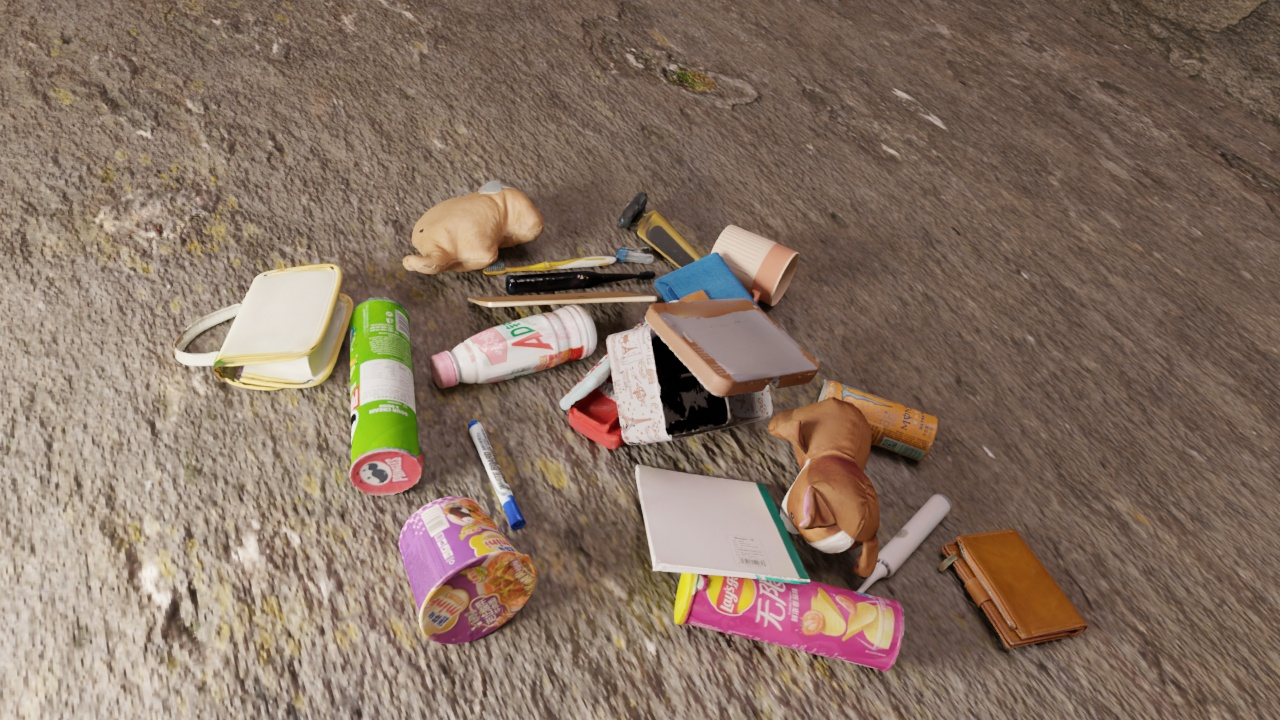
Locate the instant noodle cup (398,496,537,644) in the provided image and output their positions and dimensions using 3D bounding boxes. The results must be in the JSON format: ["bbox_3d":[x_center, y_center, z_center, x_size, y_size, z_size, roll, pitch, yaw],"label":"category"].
[{"bbox_3d":[-0.166,0.186,0.844,0.111,0.112,0.099,-14,40,-29],"label":"instant noodle cup"}]

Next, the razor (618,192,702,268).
[{"bbox_3d":[0.033,-0.177,1.329,0.167,0.062,0.067,45,18,23],"label":"razor"}]

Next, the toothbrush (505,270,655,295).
[{"bbox_3d":[-0.078,-0.109,1.244,0.212,0.027,0.026,-6,90,-24],"label":"toothbrush"}]

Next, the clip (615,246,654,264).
[{"bbox_3d":[-0.009,-0.152,1.310,0.056,0.024,0.028,-3,48,-24],"label":"clip"}]

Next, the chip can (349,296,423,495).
[{"bbox_3d":[-0.279,0.033,0.995,0.072,0.072,0.235,-1,44,-17],"label":"chip can"}]

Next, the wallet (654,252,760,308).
[{"bbox_3d":[0.092,-0.077,1.220,0.106,0.040,0.133,-26,59,-11],"label":"wallet"}]

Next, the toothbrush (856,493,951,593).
[{"bbox_3d":[0.277,0.210,0.998,0.220,0.027,0.026,-31,92,-38],"label":"toothbrush"}]

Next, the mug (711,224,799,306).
[{"bbox_3d":[0.150,-0.124,1.291,0.106,0.082,0.114,28,68,16],"label":"mug"}]

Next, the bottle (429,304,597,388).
[{"bbox_3d":[-0.151,-0.013,1.089,0.196,0.068,0.068,-17,51,-26],"label":"bottle"}]

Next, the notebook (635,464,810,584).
[{"bbox_3d":[0.076,0.164,0.936,0.150,0.012,0.209,8,17,-7],"label":"notebook"}]

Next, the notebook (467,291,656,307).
[{"bbox_3d":[-0.101,-0.077,1.150,0.207,0.008,0.148,-4,8,-19],"label":"notebook"}]

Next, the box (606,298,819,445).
[{"bbox_3d":[0.088,0.002,1.004,0.181,0.169,0.150,-9,89,-41],"label":"box"}]

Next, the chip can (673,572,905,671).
[{"bbox_3d":[0.143,0.243,0.890,0.210,0.072,0.071,14,42,-2],"label":"chip can"}]

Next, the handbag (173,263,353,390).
[{"bbox_3d":[-0.430,-0.034,1.046,0.179,0.063,0.163,-4,43,2],"label":"handbag"}]

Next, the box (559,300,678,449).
[{"bbox_3d":[-0.007,0.003,1.086,0.095,0.100,0.200,29,44,17],"label":"box"}]

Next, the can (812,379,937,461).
[{"bbox_3d":[0.285,0.073,1.125,0.146,0.058,0.058,20,42,5],"label":"can"}]

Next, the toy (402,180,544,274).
[{"bbox_3d":[-0.237,-0.165,1.215,0.143,0.083,0.225,20,42,35],"label":"toy"}]

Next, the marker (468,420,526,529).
[{"bbox_3d":[-0.155,0.119,0.979,0.016,0.017,0.145,-11,48,-26],"label":"marker"}]

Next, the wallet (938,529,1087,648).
[{"bbox_3d":[0.397,0.243,0.990,0.119,0.035,0.130,-4,44,-20],"label":"wallet"}]

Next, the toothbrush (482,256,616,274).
[{"bbox_3d":[-0.122,-0.134,1.260,0.191,0.018,0.016,-7,48,-21],"label":"toothbrush"}]

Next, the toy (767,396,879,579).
[{"bbox_3d":[0.197,0.133,0.991,0.140,0.131,0.199,32,30,-25],"label":"toy"}]
